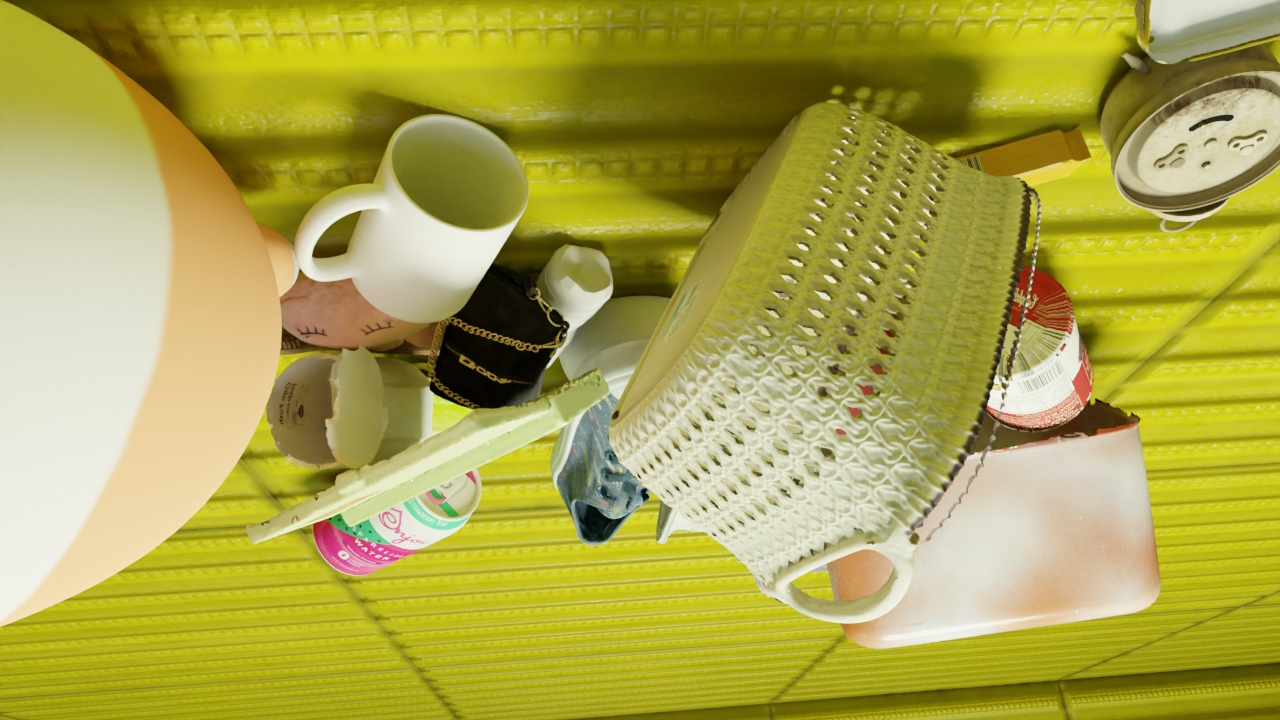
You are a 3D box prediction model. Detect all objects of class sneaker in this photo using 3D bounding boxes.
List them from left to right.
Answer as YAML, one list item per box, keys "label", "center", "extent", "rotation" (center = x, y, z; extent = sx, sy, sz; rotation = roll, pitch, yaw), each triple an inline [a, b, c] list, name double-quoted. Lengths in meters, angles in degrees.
- label: "sneaker"
  center: [-0.015, 0.065, 0.649]
  extent: [0.087, 0.079, 0.236]
  rotation: [5, 150, -19]

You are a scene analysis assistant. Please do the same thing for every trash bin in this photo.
- label: "trash bin"
  center: [0.278, 0.135, 0.785]
  extent: [0.260, 0.157, 0.181]
  rotation: [-10, -177, 8]

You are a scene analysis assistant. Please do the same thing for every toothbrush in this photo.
- label: "toothbrush"
  center: [-0.187, -0.012, 0.654]
  extent: [0.166, 0.016, 0.016]
  rotation: [0, 151, -9]

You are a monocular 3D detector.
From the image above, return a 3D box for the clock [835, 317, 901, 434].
- label: "clock"
  center: [0.183, 0.020, 0.679]
  extent: [0.048, 0.137, 0.096]
  rotation: [32, 123, 15]

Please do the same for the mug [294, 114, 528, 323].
- label: "mug"
  center: [-0.125, -0.070, 0.483]
  extent: [0.110, 0.073, 0.091]
  rotation: [-15, 161, -37]

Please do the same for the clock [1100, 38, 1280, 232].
- label: "clock"
  center: [0.301, -0.120, 0.503]
  extent: [0.093, 0.054, 0.141]
  rotation: [-13, 143, 15]

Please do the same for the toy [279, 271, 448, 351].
- label: "toy"
  center: [-0.171, -0.031, 0.592]
  extent: [0.108, 0.053, 0.105]
  rotation: [-8, 164, 17]

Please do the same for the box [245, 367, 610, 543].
- label: "box"
  center: [-0.121, 0.059, 0.536]
  extent: [0.188, 0.030, 0.138]
  rotation: [-26, 178, 26]

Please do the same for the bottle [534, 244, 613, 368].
- label: "bottle"
  center: [-0.064, -0.026, 0.620]
  extent: [0.044, 0.044, 0.137]
  rotation: [10, 148, -27]

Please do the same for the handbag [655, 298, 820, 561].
- label: "handbag"
  center: [0.079, 0.059, 0.700]
  extent: [0.096, 0.141, 0.199]
  rotation: [14, 151, -2]

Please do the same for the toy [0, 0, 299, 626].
- label: "toy"
  center: [-0.290, -0.019, 0.390]
  extent: [0.263, 0.266, 0.280]
  rotation: [-52, 155, 13]

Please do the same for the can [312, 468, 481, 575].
- label: "can"
  center: [-0.225, 0.135, 0.841]
  extent: [0.088, 0.088, 0.166]
  rotation: [22, 141, -40]

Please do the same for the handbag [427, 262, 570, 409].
- label: "handbag"
  center: [-0.089, -0.007, 0.590]
  extent: [0.079, 0.054, 0.129]
  rotation: [30, 134, 4]

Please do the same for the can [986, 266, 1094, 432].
- label: "can"
  center: [0.277, -0.006, 0.670]
  extent: [0.087, 0.086, 0.116]
  rotation: [-20, 149, 25]

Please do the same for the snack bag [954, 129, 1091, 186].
- label: "snack bag"
  center: [0.206, -0.110, 0.533]
  extent: [0.099, 0.026, 0.020]
  rotation: [-15, 156, 14]

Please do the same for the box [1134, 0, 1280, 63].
- label: "box"
  center: [0.322, -0.199, 0.378]
  extent: [0.210, 0.045, 0.128]
  rotation: [-12, 150, 14]

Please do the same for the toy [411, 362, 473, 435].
- label: "toy"
  center: [-0.163, 0.037, 0.721]
  extent: [0.092, 0.043, 0.118]
  rotation: [6, 152, -25]

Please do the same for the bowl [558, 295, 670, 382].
- label: "bowl"
  center: [-0.004, 0.004, 0.678]
  extent: [0.114, 0.050, 0.115]
  rotation: [-4, 151, -2]

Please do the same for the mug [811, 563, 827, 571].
- label: "mug"
  center: [0.175, 0.161, 0.980]
  extent: [0.104, 0.083, 0.124]
  rotation: [25, 115, -40]

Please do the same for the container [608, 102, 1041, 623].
- label: "container"
  center: [0.092, -0.011, 0.474]
  extent: [0.143, 0.250, 0.185]
  rotation: [32, 145, -6]

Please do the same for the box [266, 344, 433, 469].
- label: "box"
  center: [-0.188, 0.029, 0.583]
  extent: [0.094, 0.084, 0.165]
  rotation: [5, 179, 15]
